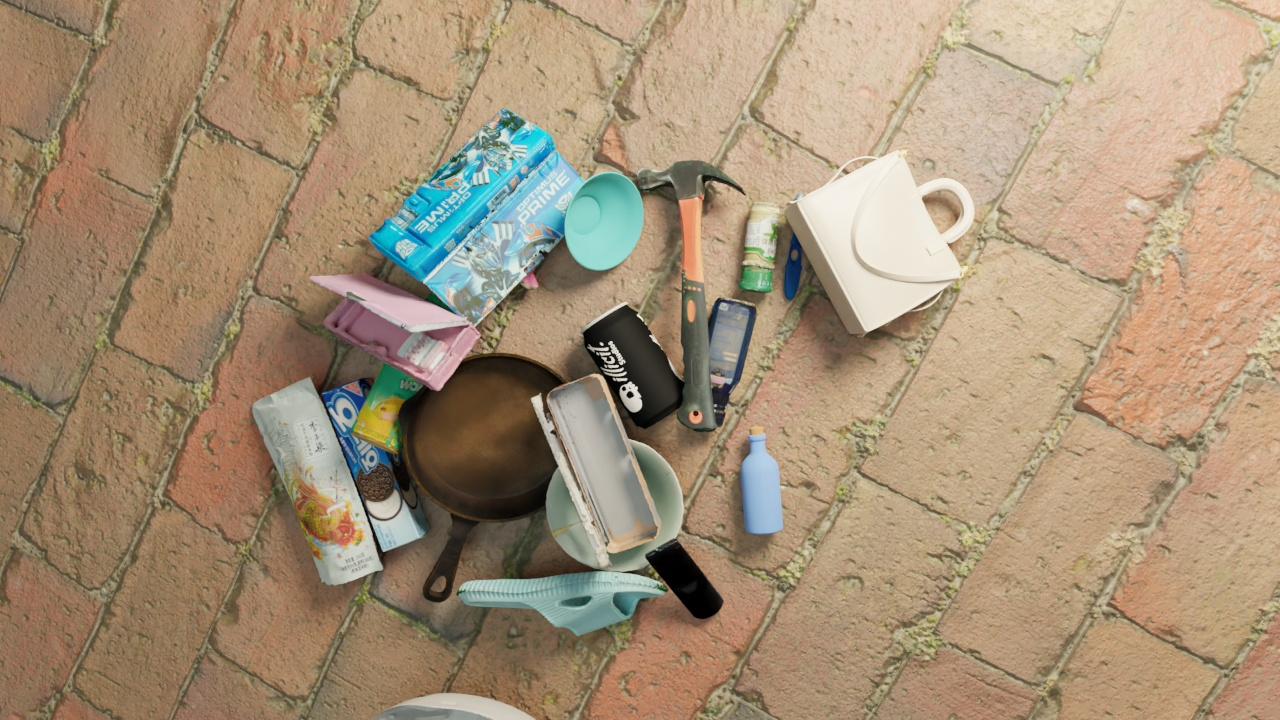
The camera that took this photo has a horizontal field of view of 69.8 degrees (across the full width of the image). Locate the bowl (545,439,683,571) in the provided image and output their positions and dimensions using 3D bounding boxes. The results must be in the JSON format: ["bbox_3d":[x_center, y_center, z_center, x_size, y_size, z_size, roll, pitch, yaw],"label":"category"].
[{"bbox_3d":[-0.029,0.177,1.167,0.174,0.067,0.174,1,96,9],"label":"bowl"}]

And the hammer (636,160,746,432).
[{"bbox_3d":[0.065,-0.080,1.111,0.133,0.033,0.333,-3,83,19],"label":"hammer"}]

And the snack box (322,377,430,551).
[{"bbox_3d":[-0.349,0.137,1.216,0.059,0.059,0.226,-21,90,6],"label":"snack box"}]

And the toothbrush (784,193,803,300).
[{"bbox_3d":[0.192,-0.140,1.137,0.021,0.016,0.132,5,94,-2],"label":"toothbrush"}]

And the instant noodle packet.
[{"bbox_3d":[-0.435,0.166,1.222,0.147,0.057,0.269,-19,94,33],"label":"instant noodle packet"}]

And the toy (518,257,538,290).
[{"bbox_3d":[-0.163,-0.139,1.179,0.065,0.050,0.102,6,85,-23],"label":"toy"}]

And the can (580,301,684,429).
[{"bbox_3d":[-0.007,0.007,1.145,0.080,0.080,0.146,-33,89,9],"label":"can"}]

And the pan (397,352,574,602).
[{"bbox_3d":[-0.207,0.151,1.177,0.248,0.043,0.356,20,104,-15],"label":"pan"}]

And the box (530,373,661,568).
[{"bbox_3d":[-0.049,0.127,1.096,0.107,0.095,0.216,-22,91,-17],"label":"box"}]

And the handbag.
[{"bbox_3d":[0.301,-0.154,1.088,0.198,0.101,0.194,-28,92,-2],"label":"handbag"}]

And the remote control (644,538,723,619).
[{"bbox_3d":[0.057,0.276,1.149,0.045,0.021,0.140,-30,123,7],"label":"remote control"}]

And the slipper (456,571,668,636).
[{"bbox_3d":[-0.103,0.310,1.167,0.276,0.116,0.069,-6,65,13],"label":"slipper"}]

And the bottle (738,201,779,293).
[{"bbox_3d":[0.148,-0.139,1.133,0.043,0.042,0.110,7,94,8],"label":"bottle"}]

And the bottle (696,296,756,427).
[{"bbox_3d":[0.101,0.002,1.141,0.056,0.056,0.161,14,96,7],"label":"bottle"}]

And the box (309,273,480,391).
[{"bbox_3d":[-0.313,-0.058,1.117,0.233,0.098,0.099,25,73,38],"label":"box"}]

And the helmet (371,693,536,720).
[{"bbox_3d":[-0.229,0.539,1.164,0.282,0.184,0.224,6,89,1],"label":"helmet"}]

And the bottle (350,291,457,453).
[{"bbox_3d":[-0.294,0.012,1.171,0.068,0.068,0.209,22,76,6],"label":"bottle"}]

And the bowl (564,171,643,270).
[{"bbox_3d":[-0.057,-0.177,1.144,0.046,0.121,0.121,25,99,46],"label":"bowl"}]

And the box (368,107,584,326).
[{"bbox_3d":[-0.187,-0.182,1.124,0.174,0.064,0.243,41,76,4],"label":"box"}]

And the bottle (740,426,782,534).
[{"bbox_3d":[0.150,0.148,1.149,0.048,0.048,0.131,-4,93,8],"label":"bottle"}]

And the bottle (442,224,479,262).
[{"bbox_3d":[-0.227,-0.139,1.177,0.060,0.060,0.108,-5,91,9],"label":"bottle"}]
